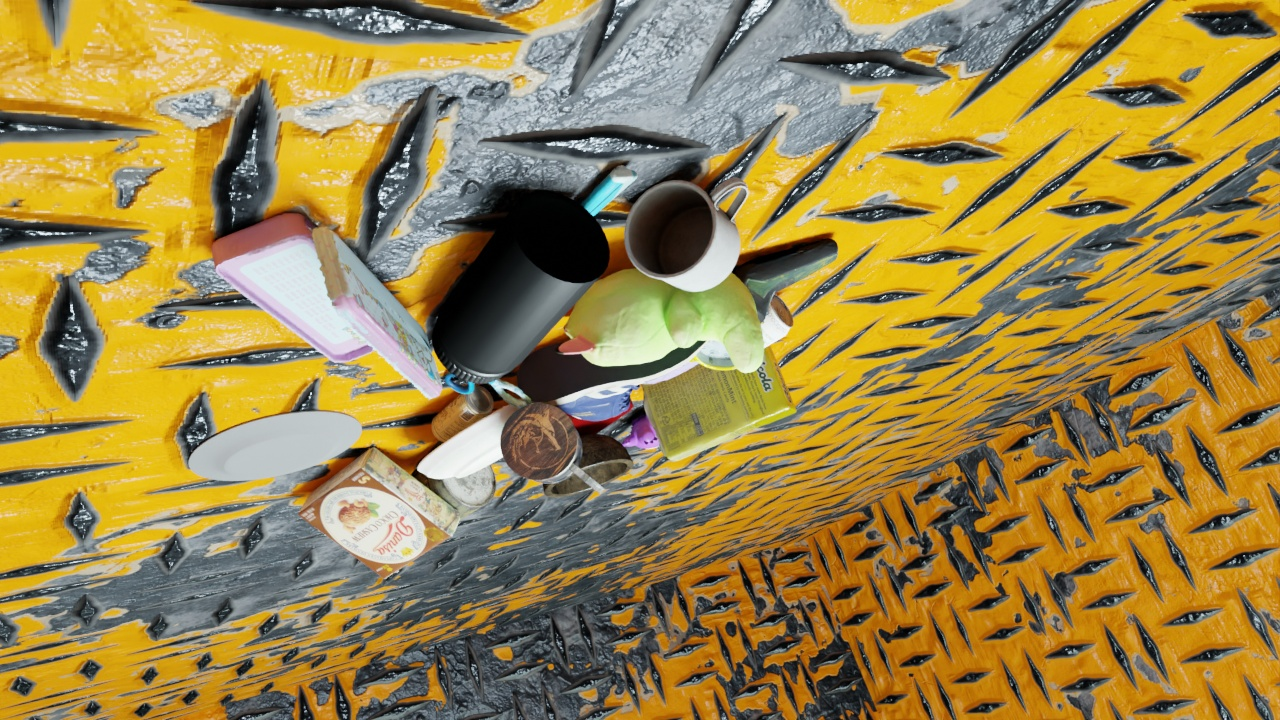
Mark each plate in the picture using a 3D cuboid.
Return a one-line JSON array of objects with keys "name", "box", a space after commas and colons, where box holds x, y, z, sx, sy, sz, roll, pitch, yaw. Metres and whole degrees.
[{"name": "plate", "box": [-0.177, 0.097, 1.097, 0.182, 0.034, 0.182, -31, 173, -4]}, {"name": "plate", "box": [-0.393, 0.099, 0.999, 0.178, 0.012, 0.179, -18, 160, -7]}]

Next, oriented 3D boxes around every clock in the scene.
[{"name": "clock", "box": [0.080, -0.032, 1.034, 0.119, 0.057, 0.083, 0, 141, 7]}]

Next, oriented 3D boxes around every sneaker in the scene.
[{"name": "sneaker", "box": [-0.008, 0.006, 1.017, 0.233, 0.091, 0.118, -23, 156, 10]}]

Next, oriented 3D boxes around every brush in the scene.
[{"name": "brush", "box": [-0.088, 0.075, 1.190, 0.082, 0.041, 0.174, 1, 151, -46]}]

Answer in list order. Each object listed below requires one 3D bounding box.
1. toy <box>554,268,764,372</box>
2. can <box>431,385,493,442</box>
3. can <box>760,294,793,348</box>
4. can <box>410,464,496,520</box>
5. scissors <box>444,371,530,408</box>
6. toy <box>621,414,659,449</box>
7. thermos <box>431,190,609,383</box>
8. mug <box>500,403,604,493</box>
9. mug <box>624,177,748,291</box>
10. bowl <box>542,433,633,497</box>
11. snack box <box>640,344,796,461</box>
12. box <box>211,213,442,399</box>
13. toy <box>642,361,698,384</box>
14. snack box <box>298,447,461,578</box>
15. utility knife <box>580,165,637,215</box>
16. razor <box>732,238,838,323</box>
[{"name": "toy", "box": [0.018, -0.043, 0.873, 0.197, 0.107, 0.150, 7, -164, 2]}, {"name": "can", "box": [-0.204, 0.062, 1.049, 0.038, 0.038, 0.080, 1, 151, -45]}, {"name": "can", "box": [0.128, -0.035, 1.097, 0.102, 0.055, 0.054, -32, 157, 29]}, {"name": "can", "box": [-0.246, 0.163, 1.194, 0.075, 0.089, 0.089, -33, 157, 32]}, {"name": "scissors", "box": [-0.176, 0.010, 0.945, 0.118, 0.013, 0.140, 4, 151, 29]}, {"name": "toy", "box": [0.014, 0.100, 1.341, 0.105, 0.056, 0.088, -22, 167, -27]}, {"name": "thermos", "box": [-0.113, -0.049, 0.778, 0.086, 0.086, 0.199, -4, 155, -38]}, {"name": "mug", "box": [-0.090, 0.104, 0.995, 0.080, 0.116, 0.107, -51, 172, -8]}, {"name": "mug", "box": [0.049, -0.112, 0.782, 0.113, 0.084, 0.070, -33, 160, 18]}, {"name": "bowl", "box": [-0.075, 0.128, 1.193, 0.121, 0.056, 0.121, -18, 160, -7]}, {"name": "snack box", "box": [0.095, 0.046, 1.180, 0.181, 0.121, 0.045, -26, 159, 17]}, {"name": "box", "box": [-0.235, -0.024, 0.718, 0.090, 0.091, 0.214, -21, 160, -1]}, {"name": "toy", "box": [0.032, 0.002, 1.128, 0.100, 0.036, 0.080, -30, 159, 29]}, {"name": "snack box", "box": [-0.325, 0.193, 1.146, 0.143, 0.041, 0.147, -33, 115, 30]}, {"name": "utility knife", "box": [-0.059, -0.112, 0.776, 0.022, 0.015, 0.167, -3, 156, -42]}, {"name": "razor", "box": [0.149, -0.084, 0.979, 0.151, 0.067, 0.054, -25, 166, -13]}]
